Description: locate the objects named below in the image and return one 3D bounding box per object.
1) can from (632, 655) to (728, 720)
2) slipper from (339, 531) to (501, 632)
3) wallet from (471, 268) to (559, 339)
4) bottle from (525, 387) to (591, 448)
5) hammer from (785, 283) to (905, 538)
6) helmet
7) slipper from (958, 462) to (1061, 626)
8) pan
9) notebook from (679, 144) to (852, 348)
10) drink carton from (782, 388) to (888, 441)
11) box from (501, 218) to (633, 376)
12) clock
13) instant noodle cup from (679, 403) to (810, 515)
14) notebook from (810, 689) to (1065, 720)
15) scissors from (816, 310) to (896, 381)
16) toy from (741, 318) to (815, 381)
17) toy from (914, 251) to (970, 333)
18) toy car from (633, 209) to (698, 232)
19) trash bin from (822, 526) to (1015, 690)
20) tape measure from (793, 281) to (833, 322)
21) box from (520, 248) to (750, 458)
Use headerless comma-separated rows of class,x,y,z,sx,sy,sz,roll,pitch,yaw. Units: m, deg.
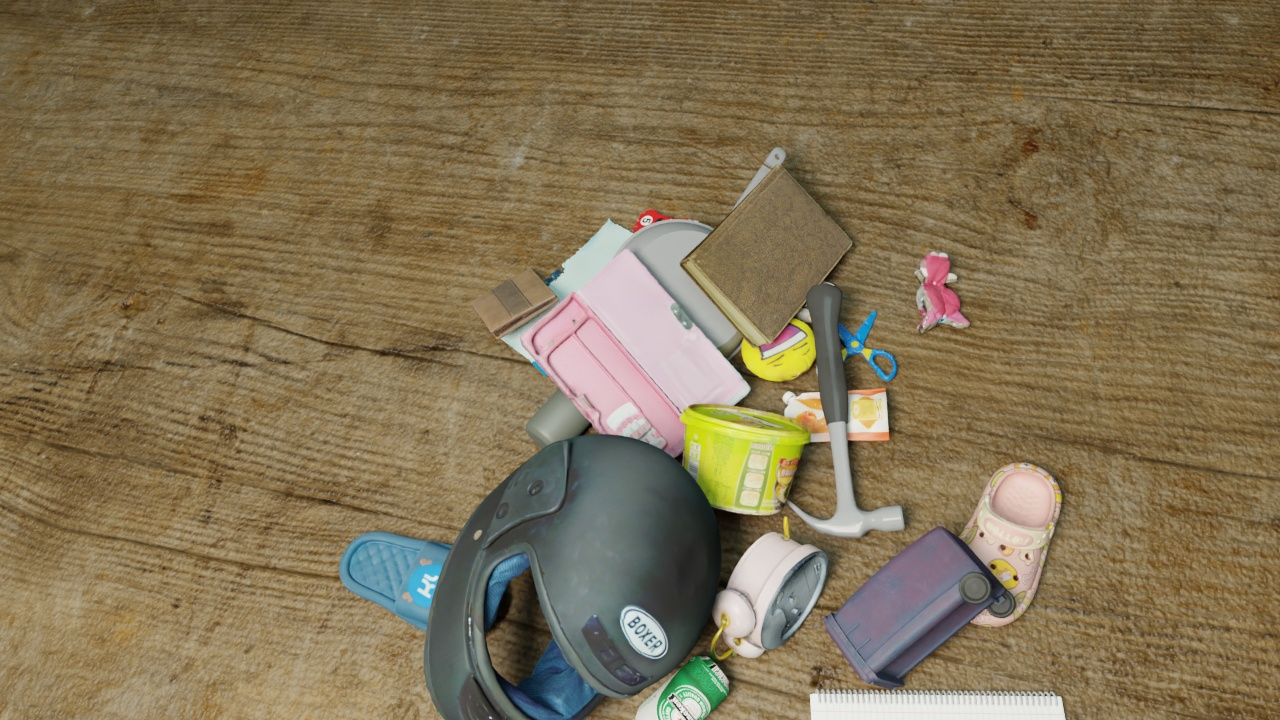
can,0.043,0.353,0.947,0.101,0.053,0.053,-39,61,-13
slipper,-0.255,0.249,1.058,0.214,0.059,0.103,16,62,20
wallet,-0.169,-0.078,1.226,0.098,0.027,0.121,-32,30,-9
bottle,-0.088,0.063,1.135,0.060,0.060,0.108,34,71,25
hammer,0.223,0.053,1.071,0.125,0.029,0.310,-10,67,18
helmet,-0.047,0.217,0.904,0.236,0.249,0.315,-13,33,35
slipper,0.390,0.186,0.969,0.093,0.082,0.196,27,66,21
pan,0.098,-0.145,1.174,0.200,0.051,0.356,36,77,-7
notebook,0.148,-0.150,1.150,0.190,0.035,0.214,47,61,-5
drink carton,0.232,0.066,1.096,0.122,0.039,0.069,-4,60,15
box,-0.062,-0.083,1.224,0.243,0.071,0.170,-46,32,-17
clock,0.129,0.251,0.958,0.059,0.117,0.157,30,69,35
instant noodle cup,0.111,0.109,1.023,0.146,0.146,0.098,11,97,16
notebook,0.295,0.414,0.892,0.246,0.013,0.177,-3,61,9
scissors,0.262,-0.013,1.147,0.127,0.015,0.125,-26,54,-9
toy,0.174,-0.015,1.145,0.095,0.041,0.094,-26,55,-8
toy,0.369,-0.083,1.149,0.065,0.050,0.102,0,78,-14
toy car,0.035,-0.186,1.278,0.089,0.025,0.038,18,65,19
trash bin,0.274,0.251,0.914,0.161,0.093,0.092,-45,50,12
tape measure,0.216,-0.078,1.184,0.065,0.017,0.064,15,56,19
box,-0.007,0.006,1.102,0.179,0.039,0.232,-40,90,-6
